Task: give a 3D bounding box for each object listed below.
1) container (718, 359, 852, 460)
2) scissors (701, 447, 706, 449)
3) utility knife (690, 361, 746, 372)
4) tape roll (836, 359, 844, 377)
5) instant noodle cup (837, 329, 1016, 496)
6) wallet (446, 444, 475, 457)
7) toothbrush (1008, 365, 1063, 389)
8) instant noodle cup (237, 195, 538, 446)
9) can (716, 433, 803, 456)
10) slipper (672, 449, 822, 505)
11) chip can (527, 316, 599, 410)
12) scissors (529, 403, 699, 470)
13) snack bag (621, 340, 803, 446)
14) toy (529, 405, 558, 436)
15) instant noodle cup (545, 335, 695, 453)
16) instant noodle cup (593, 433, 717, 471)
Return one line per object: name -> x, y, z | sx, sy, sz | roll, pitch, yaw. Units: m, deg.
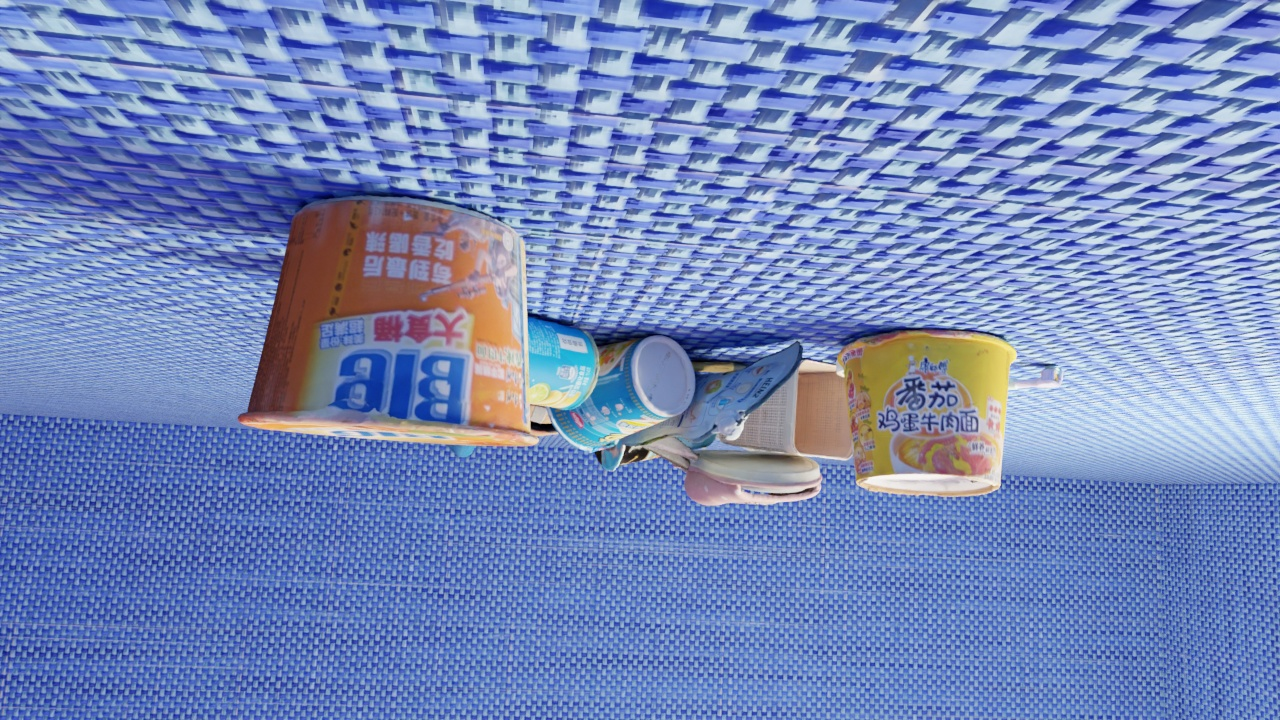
container -> 0.142, 0.049, 0.909 | 0.089, 0.090, 0.111 | 9, 173, -38
scissors -> 0.025, 0.058, 1.106 | 0.170, 0.019, 0.180 | 30, 148, -13
utility knife -> -0.005, 0.005, 0.894 | 0.219, 0.022, 0.031 | -3, 172, -6
tape roll -> 0.222, 0.006, 0.834 | 0.086, 0.014, 0.086 | 3, 172, 0
instant noodle cup -> 0.226, 0.047, 0.730 | 0.138, 0.109, 0.138 | 5, 164, 1
wallet -> -0.202, 0.042, 0.933 | 0.106, 0.040, 0.133 | 43, 150, 1
toothbrush -> 0.302, 0.019, 0.876 | 0.190, 0.021, 0.029 | -4, -158, 45
instant noodle cup -> -0.125, -0.015, 0.482 | 0.151, 0.111, 0.151 | 3, 172, 0
can -> 0.133, 0.078, 1.096 | 0.058, 0.058, 0.147 | 9, -176, -37
slipper -> 0.104, 0.125, 0.967 | 0.114, 0.054, 0.275 | -1, 179, -17
chip can -> -0.127, -0.008, 0.673 | 0.071, 0.071, 0.210 | -4, 169, 41
scissors -> -0.045, 0.063, 0.895 | 0.193, 0.207, 0.015 | -19, -152, 5
snack bag -> 0.059, 0.036, 0.811 | 0.110, 0.039, 0.191 | -38, -168, -28
toy -> -0.142, 0.047, 1.020 | 0.143, 0.082, 0.226 | 19, 170, -18
instant noodle cup -> -0.013, 0.024, 0.801 | 0.099, 0.099, 0.110 | 10, 161, -40
instant noodle cup -> 0.018, 0.059, 0.984 | 0.120, 0.111, 0.111 | -2, 174, -23
